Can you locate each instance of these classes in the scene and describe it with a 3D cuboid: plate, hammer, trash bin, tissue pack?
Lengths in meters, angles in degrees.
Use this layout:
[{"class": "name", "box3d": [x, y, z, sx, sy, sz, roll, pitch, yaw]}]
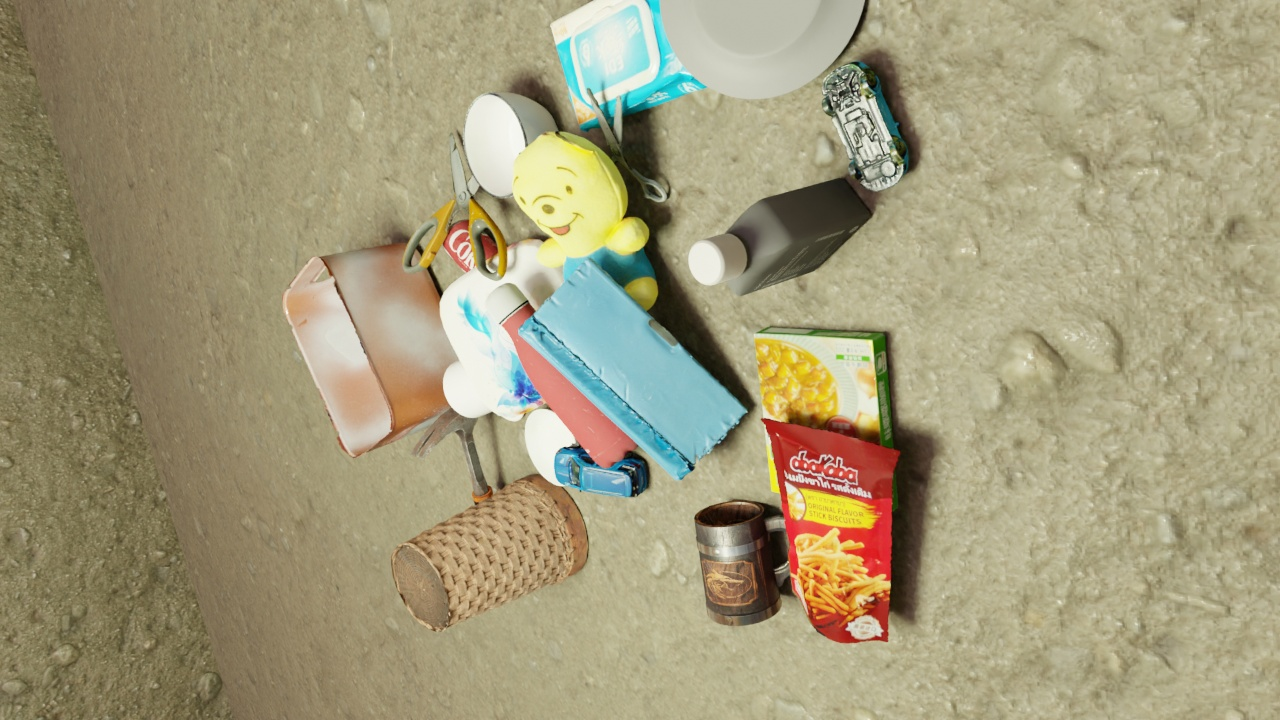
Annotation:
[{"class": "plate", "box3d": [-0.105, 0.108, 1.174, 0.104, 0.026, 0.104, 20, 120, 39]}, {"class": "hammer", "box3d": [-0.226, 0.210, 1.284, 0.035, 0.137, 0.315, 11, 122, 41]}, {"class": "trash bin", "box3d": [-0.363, -0.018, 1.292, 0.182, 0.157, 0.259, -31, 82, 47]}, {"class": "trash bin", "box3d": [-0.193, 0.253, 1.187, 0.151, 0.209, 0.151, 20, 120, 39]}, {"class": "tissue pack", "box3d": [-0.008, -0.299, 0.885, 0.210, 0.065, 0.117, -7, 101, 49]}, {"class": "plate", "box3d": [0.097, -0.310, 0.761, 0.179, 0.012, 0.178, 5, 103, 23]}, {"class": "plate", "box3d": [-0.151, -0.036, 1.108, 0.187, 0.016, 0.187, -28, 89, 23]}]

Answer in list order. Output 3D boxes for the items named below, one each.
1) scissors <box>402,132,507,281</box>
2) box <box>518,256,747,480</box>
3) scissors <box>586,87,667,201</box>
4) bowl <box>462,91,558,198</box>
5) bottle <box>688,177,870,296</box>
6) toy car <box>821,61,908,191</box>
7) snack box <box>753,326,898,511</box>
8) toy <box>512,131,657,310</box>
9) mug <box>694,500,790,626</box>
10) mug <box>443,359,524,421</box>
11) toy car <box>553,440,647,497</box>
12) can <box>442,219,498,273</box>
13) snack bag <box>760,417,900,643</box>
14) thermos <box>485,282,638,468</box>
[{"class": "scissors", "box3d": [-0.226, -0.175, 1.128, 0.230, 0.016, 0.225, -32, 65, 30]}, {"class": "box", "box3d": [-0.005, 0.005, 0.964, 0.231, 0.094, 0.112, 44, 98, -3]}, {"class": "scissors", "box3d": [-0.031, -0.210, 0.932, 0.141, 0.014, 0.147, 46, 153, -26]}, {"class": "bowl", "box3d": [-0.141, -0.246, 1.039, 0.116, 0.065, 0.116, 19, 119, 39]}, {"class": "bottle", "box3d": [0.108, -0.098, 0.763, 0.046, 0.173, 0.084, 56, 136, 13]}, {"class": "toy car", "box3d": [0.186, -0.191, 0.751, 0.048, 0.032, 0.105, -20, 96, 47]}, {"class": "snack box", "box3d": [0.173, 0.054, 0.866, 0.132, 0.027, 0.168, 6, 110, 45]}, {"class": "toy", "box3d": [-0.059, -0.142, 0.957, 0.149, 0.083, 0.214, -3, 122, 39]}, {"class": "mug", "box3d": [0.118, 0.209, 0.961, 0.116, 0.079, 0.107, -7, 101, 18]}, {"class": "mug", "box3d": [-0.188, 0.037, 1.204, 0.088, 0.080, 0.114, -22, 121, 41]}, {"class": "toy car", "box3d": [-0.051, 0.133, 1.098, 0.120, 0.043, 0.056, 8, 113, 24]}, {"class": "can", "box3d": [-0.204, -0.131, 1.158, 0.096, 0.053, 0.054, 46, 133, 23]}, {"class": "snack bag", "box3d": [0.182, 0.156, 0.861, 0.139, 0.066, 0.208, 18, 122, 45]}, {"class": "thermos", "box3d": [-0.090, 0.012, 1.045, 0.240, 0.073, 0.073, 51, 137, -3]}]
